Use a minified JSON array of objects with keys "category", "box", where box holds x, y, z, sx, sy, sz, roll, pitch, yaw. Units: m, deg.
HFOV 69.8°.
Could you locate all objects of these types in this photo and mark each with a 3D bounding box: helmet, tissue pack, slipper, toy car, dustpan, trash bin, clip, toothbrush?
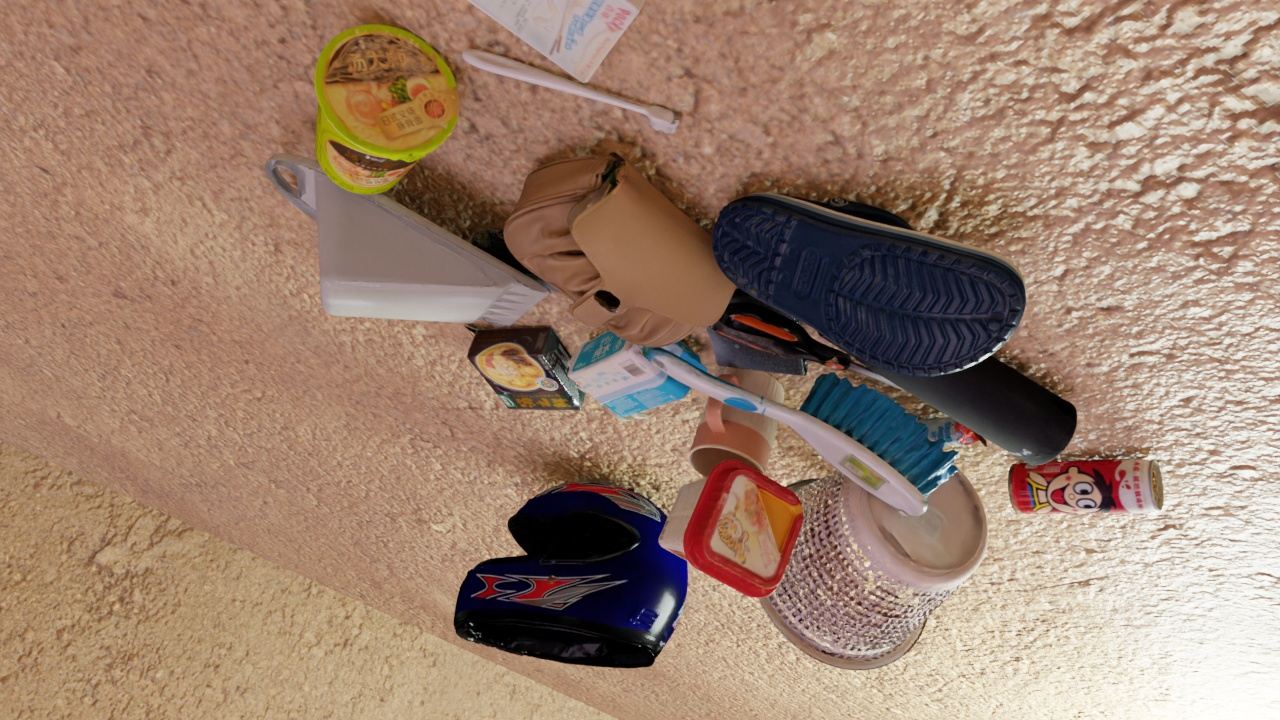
[{"category":"helmet","box":[-0.089,0.292,1.304,0.315,0.239,0.248,6,147,4]},{"category":"tissue pack","box":[-0.006,0.006,0.986,0.090,0.063,0.140,39,144,-24]},{"category":"slipper","box":[0.177,-0.068,0.728,0.253,0.095,0.105,23,124,28]},{"category":"toy car","box":[-0.116,-0.108,0.904,0.106,0.031,0.049,9,148,22]},{"category":"dustpan","box":[-0.240,-0.121,0.922,0.257,0.142,0.223,0,174,-19]},{"category":"trash bin","box":[0.254,0.195,0.980,0.227,0.226,0.193,23,145,-3]},{"category":"clip","box":[-0.030,0.036,1.073,0.035,0.074,0.100,-13,140,45]},{"category":"toothbrush","box":[-0.055,-0.212,0.721,0.180,0.016,0.016,19,155,2]}]

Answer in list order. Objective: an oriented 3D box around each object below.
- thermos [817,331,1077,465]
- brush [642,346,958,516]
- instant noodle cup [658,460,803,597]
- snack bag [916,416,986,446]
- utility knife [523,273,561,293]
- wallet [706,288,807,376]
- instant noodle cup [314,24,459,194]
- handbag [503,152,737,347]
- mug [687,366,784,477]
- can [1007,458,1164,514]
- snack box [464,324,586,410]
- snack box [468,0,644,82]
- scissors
[{"category":"thermos","box":[0.273,0.008,0.835,0.242,0.068,0.090,30,180,-11]},{"category":"brush","box":[0.155,0.047,0.891,0.314,0.109,0.061,37,152,8]},{"category":"instant noodle cup","box":[0.087,0.173,0.951,0.116,0.116,0.124,31,160,-17]},{"category":"snack bag","box":[0.303,0.074,0.944,0.105,0.026,0.045,-7,151,42]},{"category":"utility knife","box":[-0.099,-0.083,0.951,0.219,0.013,0.029,16,149,7]},{"category":"wallet","box":[0.111,-0.028,0.908,0.097,0.019,0.121,6,144,23]},{"category":"instant noodle cup","box":[-0.222,-0.197,0.766,0.111,0.111,0.124,31,156,-17]},{"category":"handbag","box":[-0.016,-0.088,0.809,0.204,0.099,0.148,35,143,-28]},{"category":"mug","box":[0.098,0.061,0.968,0.082,0.105,0.114,2,144,28]},{"category":"can","box":[0.443,0.126,0.916,0.133,0.053,0.053,-8,139,39]},{"category":"snack box","box":[-0.140,0.009,1.091,0.126,0.053,0.113,-2,143,25]},{"category":"snack box","box":[-0.080,-0.269,0.635,0.156,0.026,0.085,31,147,-17]},{"category":"scissors","box":[0.175,-0.005,0.848,0.235,0.021,0.139,16,166,9]}]
